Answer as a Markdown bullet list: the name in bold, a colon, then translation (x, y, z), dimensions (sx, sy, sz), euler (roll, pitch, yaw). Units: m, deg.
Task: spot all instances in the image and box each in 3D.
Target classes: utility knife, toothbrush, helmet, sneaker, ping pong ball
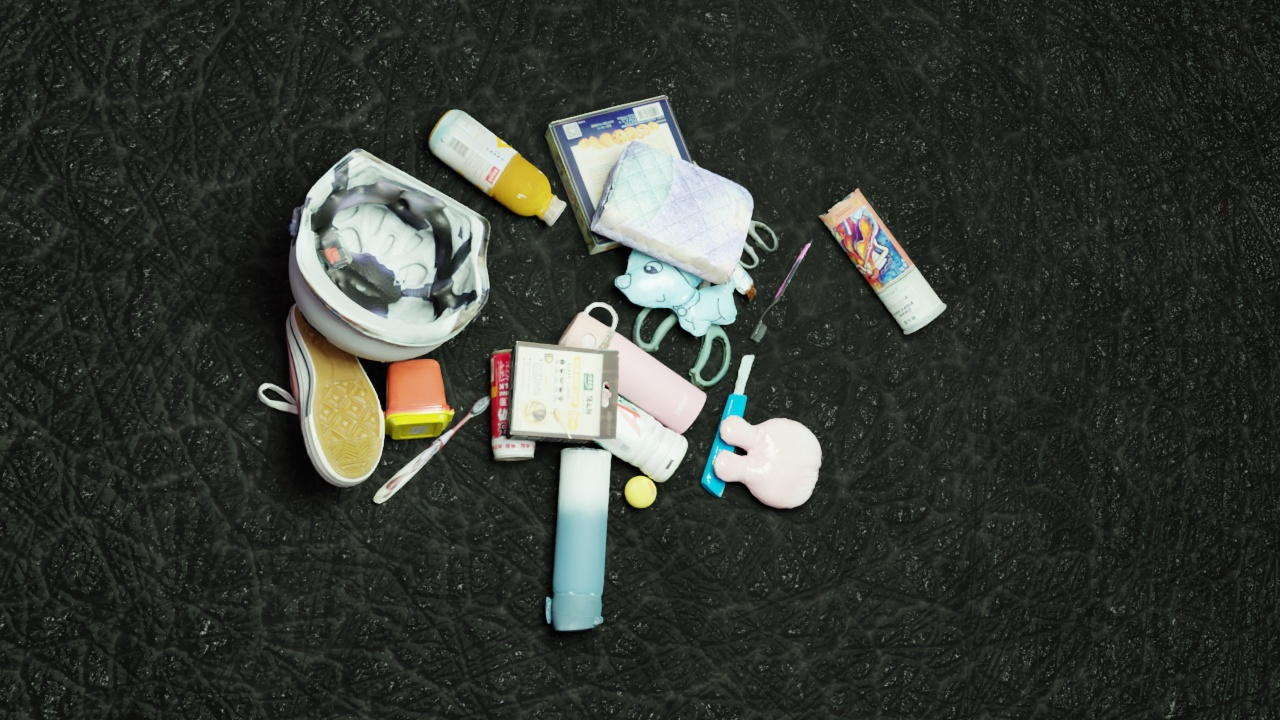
- **utility knife**: translation (0.122, 0.083, 1.239), dimensions (0.034, 0.018, 0.204), euler (26, 71, -24)
- **toothbrush**: translation (-0.251, 0.107, 1.116), dimensions (0.016, 0.017, 0.187), euler (47, 69, -3)
- **helmet**: translation (-0.303, -0.097, 1.060), dimensions (0.229, 0.146, 0.258), euler (23, 50, -26)
- **sneaker**: translation (-0.364, 0.046, 1.057), dimensions (0.118, 0.088, 0.241), euler (-1, 57, -41)
- **toothbrush**: translation (0.204, -0.101, 1.307), dimensions (0.018, 0.014, 0.188), euler (39, 69, -17)
- **ping pong ball**: translation (0.000, 0.168, 1.170), dimensions (0.040, 0.040, 0.040), euler (4, 77, -17)

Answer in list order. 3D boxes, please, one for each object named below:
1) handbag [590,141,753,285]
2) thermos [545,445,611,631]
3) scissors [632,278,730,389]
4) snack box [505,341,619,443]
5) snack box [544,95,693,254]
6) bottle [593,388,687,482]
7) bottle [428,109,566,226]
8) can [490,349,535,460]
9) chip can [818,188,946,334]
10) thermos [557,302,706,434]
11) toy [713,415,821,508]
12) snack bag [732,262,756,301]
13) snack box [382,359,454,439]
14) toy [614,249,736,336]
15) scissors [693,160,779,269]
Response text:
- **handbag**: translation (0.043, -0.188, 1.189), dimensions (0.194, 0.076, 0.134), euler (22, 63, -10)
- **thermos**: translation (-0.075, 0.218, 1.124), dimensions (0.070, 0.070, 0.220), euler (7, 77, -16)
- **scissors**: translation (0.057, -0.051, 1.246), dimensions (0.176, 0.019, 0.174), euler (9, 77, -15)
- **snack box**: translation (-0.094, 0.040, 1.101), dimensions (0.125, 0.053, 0.113), euler (6, 77, -16)
- **snack box**: translation (-0.016, -0.254, 1.251), dimensions (0.177, 0.046, 0.182), euler (-19, 85, -20)
- **bottle**: translation (-0.037, 0.078, 1.165), dimensions (0.197, 0.068, 0.068), euler (33, 71, -5)
- **bottle**: translation (-0.182, -0.244, 1.184), dimensions (0.189, 0.068, 0.068), euler (36, 70, -8)
- **can**: translation (-0.158, 0.056, 1.137), dimensions (0.053, 0.053, 0.132), euler (1, 78, -18)
- **chip can**: translation (0.350, -0.144, 1.331), dimensions (0.071, 0.071, 0.214), euler (-36, 90, -21)
- **thermos**: translation (-0.007, 0.007, 1.186), dimensions (0.198, 0.067, 0.087), euler (36, 84, -7)
- **toy**: translation (0.170, 0.130, 1.223), dimensions (0.159, 0.054, 0.121), euler (20, 73, -20)
- **snack bag**: translation (0.125, -0.128, 1.275), dimensions (0.104, 0.026, 0.048), euler (48, 25, -2)
- **snack box**: translation (-0.266, 0.045, 1.088), dimensions (0.082, 0.091, 0.080), euler (-2, 72, -18)
- **toy**: translation (0.049, -0.103, 1.223), dimensions (0.161, 0.050, 0.156), euler (-24, 84, -22)
- **scissors**: translation (0.121, -0.203, 1.302), dimensions (0.170, 0.014, 0.150), euler (16, 73, -13)
